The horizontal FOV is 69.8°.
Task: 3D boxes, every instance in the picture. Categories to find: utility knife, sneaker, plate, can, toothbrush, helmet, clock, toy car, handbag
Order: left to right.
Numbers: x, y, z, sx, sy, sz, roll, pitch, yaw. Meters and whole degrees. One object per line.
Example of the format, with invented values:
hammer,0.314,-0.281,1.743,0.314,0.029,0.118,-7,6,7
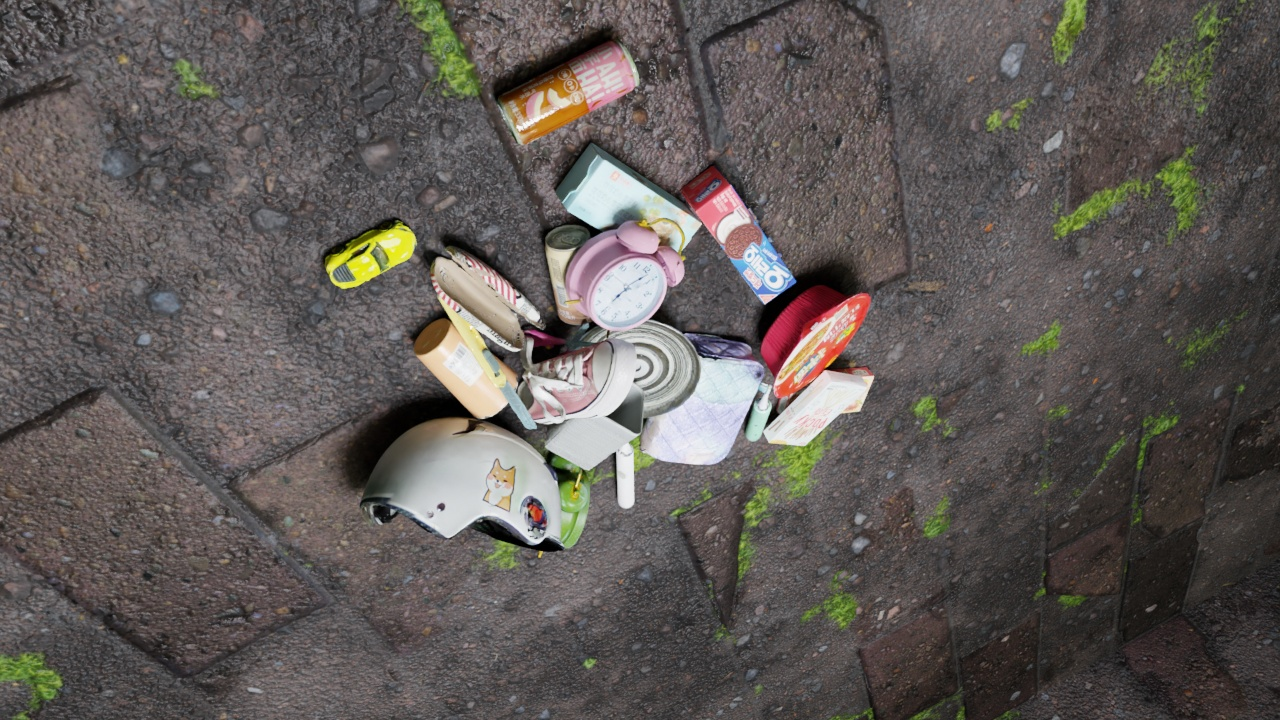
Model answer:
toy car,-0.300,-0.116,1.027,0.105,0.032,0.048,-29,133,-5
helmet,-0.216,0.156,1.191,0.273,0.231,0.156,17,76,-38
utility knife,-0.188,-0.002,1.118,0.022,0.030,0.221,-11,115,36
sneaker,-0.100,0.026,1.142,0.087,0.118,0.242,16,158,-35
clock,-0.114,0.196,1.318,0.056,0.116,0.162,14,122,-23
can,-0.078,-0.287,0.983,0.147,0.058,0.058,-28,133,-4
can,-0.081,-0.104,1.128,0.058,0.058,0.116,-19,132,-13
toothbrush,-0.023,0.149,1.361,0.027,0.026,0.221,9,139,8
clock,-0.012,-0.105,1.087,0.158,0.060,0.117,-46,136,5
plate,-0.007,0.007,1.250,0.179,0.024,0.180,1,131,1
handbag,0.086,0.058,1.334,0.134,0.075,0.194,7,121,-25
toothbrush,0.178,0.077,1.360,0.225,0.027,0.026,88,22,-68

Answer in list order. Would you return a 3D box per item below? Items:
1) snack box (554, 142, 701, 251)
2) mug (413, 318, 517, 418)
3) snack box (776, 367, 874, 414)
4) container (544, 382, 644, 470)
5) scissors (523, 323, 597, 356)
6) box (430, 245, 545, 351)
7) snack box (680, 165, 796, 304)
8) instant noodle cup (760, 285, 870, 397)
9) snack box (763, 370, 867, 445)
snack box,-0.012,-0.183,1.103,0.174,0.051,0.074,25,113,-39
mug,-0.219,0.007,1.141,0.078,0.078,0.123,-38,129,5
snack box,0.295,0.052,1.466,0.152,0.025,0.075,-4,128,-24
container,-0.065,0.080,1.242,0.090,0.090,0.115,32,128,-22
scissors,-0.090,-0.017,1.187,0.133,0.017,0.130,3,150,13
box,-0.191,-0.068,1.099,0.083,0.075,0.163,-51,134,0
snack box,0.132,-0.159,1.193,0.058,0.057,0.207,-37,134,8
instant noodle cup,0.238,-0.039,1.306,0.193,0.066,0.194,-37,157,-19
snack box,0.270,0.076,1.423,0.084,0.026,0.157,8,135,-36
